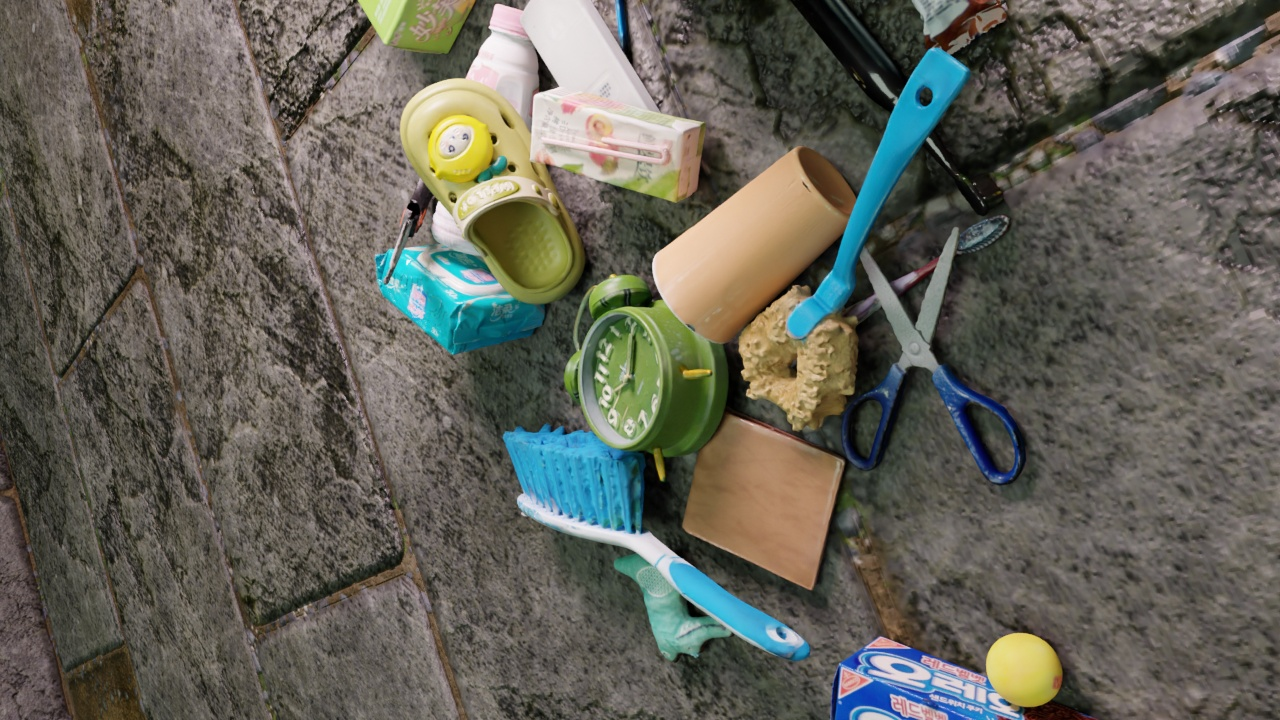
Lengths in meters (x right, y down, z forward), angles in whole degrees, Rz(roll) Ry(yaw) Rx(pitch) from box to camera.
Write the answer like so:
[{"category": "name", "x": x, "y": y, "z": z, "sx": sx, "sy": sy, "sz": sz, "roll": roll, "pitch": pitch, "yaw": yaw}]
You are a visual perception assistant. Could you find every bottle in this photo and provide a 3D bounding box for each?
[{"category": "bottle", "x": -0.121, "y": -0.188, "z": 0.757, "sx": 0.068, "sy": 0.068, "sz": 0.197, "roll": 31, "pitch": 113, "yaw": 35}]

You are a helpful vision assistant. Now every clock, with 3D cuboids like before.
[{"category": "clock", "x": -0.004, "y": 0.004, "z": 0.678, "sx": 0.161, "sy": 0.056, "sz": 0.116, "roll": 45, "pitch": 124, "yaw": 41}]

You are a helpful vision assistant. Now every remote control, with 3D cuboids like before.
[{"category": "remote control", "x": -0.038, "y": -0.220, "z": 0.688, "sx": 0.056, "sy": 0.019, "sz": 0.135, "roll": -35, "pitch": 85, "yaw": 38}]

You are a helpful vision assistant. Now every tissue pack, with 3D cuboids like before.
[{"category": "tissue pack", "x": -0.156, "y": -0.060, "z": 0.791, "sx": 0.133, "sy": 0.093, "sz": 0.050, "roll": 35, "pitch": 123, "yaw": 32}]

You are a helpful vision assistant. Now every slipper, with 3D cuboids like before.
[{"category": "slipper", "x": -0.106, "y": -0.126, "z": 0.701, "sx": 0.190, "sy": 0.091, "sz": 0.081, "roll": 58, "pitch": 179, "yaw": -18}]

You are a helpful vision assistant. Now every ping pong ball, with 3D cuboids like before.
[{"category": "ping pong ball", "x": 0.219, "y": 0.176, "z": 0.523, "sx": 0.040, "sy": 0.040, "sz": 0.040, "roll": 9, "pitch": 103, "yaw": 41}]

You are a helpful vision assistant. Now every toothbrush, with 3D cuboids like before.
[{"category": "toothbrush", "x": 0.144, "y": -0.036, "z": 0.571, "sx": 0.188, "sy": 0.017, "sz": 0.016, "roll": -35, "pitch": 73, "yaw": 39}, {"category": "toothbrush", "x": -0.020, "y": -0.316, "z": 0.676, "sx": 0.016, "sy": 0.014, "sz": 0.189, "roll": -5, "pitch": 95, "yaw": 19}, {"category": "toothbrush", "x": 0.143, "y": -0.170, "z": 0.546, "sx": 0.212, "sy": 0.027, "sz": 0.026, "roll": 57, "pitch": 173, "yaw": 18}]

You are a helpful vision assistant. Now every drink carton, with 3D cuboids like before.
[{"category": "drink carton", "x": -0.018, "y": -0.155, "z": 0.656, "sx": 0.122, "sy": 0.045, "sz": 0.054, "roll": 20, "pitch": 121, "yaw": 21}]

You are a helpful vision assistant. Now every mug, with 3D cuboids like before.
[{"category": "mug", "x": 0.076, "y": -0.077, "z": 0.592, "sx": 0.123, "sy": 0.078, "sz": 0.078, "roll": -40, "pitch": 70, "yaw": 33}]

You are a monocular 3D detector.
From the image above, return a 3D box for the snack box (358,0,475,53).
[{"category": "snack box", "x": -0.180, "y": -0.393, "z": 0.771, "sx": 0.211, "sy": 0.069, "sz": 0.157, "roll": -47, "pitch": 67, "yaw": 36}]

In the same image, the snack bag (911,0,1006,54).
[{"category": "snack bag", "x": 0.162, "y": -0.223, "z": 0.517, "sx": 0.045, "sy": 0.026, "sz": 0.105, "roll": -31, "pitch": 77, "yaw": 32}]

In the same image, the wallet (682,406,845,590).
[{"category": "wallet", "x": 0.085, "y": 0.095, "z": 0.648, "sx": 0.115, "sy": 0.020, "sz": 0.101, "roll": 22, "pitch": 111, "yaw": 35}]

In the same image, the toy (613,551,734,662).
[{"category": "toy", "x": 0.028, "y": 0.190, "z": 0.710, "sx": 0.097, "sy": 0.030, "sz": 0.092, "roll": -14, "pitch": 93, "yaw": 35}]

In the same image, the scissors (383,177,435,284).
[{"category": "scissors", "x": -0.192, "y": -0.110, "z": 0.773, "sx": 0.149, "sy": 0.021, "sz": 0.234, "roll": 125, "pitch": 159, "yaw": -50}]

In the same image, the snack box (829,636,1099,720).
[{"category": "snack box", "x": 0.212, "y": 0.226, "z": 0.526, "sx": 0.208, "sy": 0.058, "sz": 0.057, "roll": 11, "pitch": 105, "yaw": 40}]

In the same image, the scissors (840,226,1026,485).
[{"category": "scissors", "x": 0.168, "y": 0.007, "z": 0.550, "sx": 0.174, "sy": 0.012, "sz": 0.163, "roll": 48, "pitch": 132, "yaw": 18}]

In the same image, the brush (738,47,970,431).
[{"category": "brush", "x": 0.117, "y": -0.056, "z": 0.523, "sx": 0.083, "sy": 0.045, "sz": 0.255, "roll": 49, "pitch": 143, "yaw": 28}]

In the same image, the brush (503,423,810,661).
[{"category": "brush", "x": 0.000, "y": 0.122, "z": 0.686, "sx": 0.315, "sy": 0.060, "sz": 0.109, "roll": 8, "pitch": 102, "yaw": 48}]
